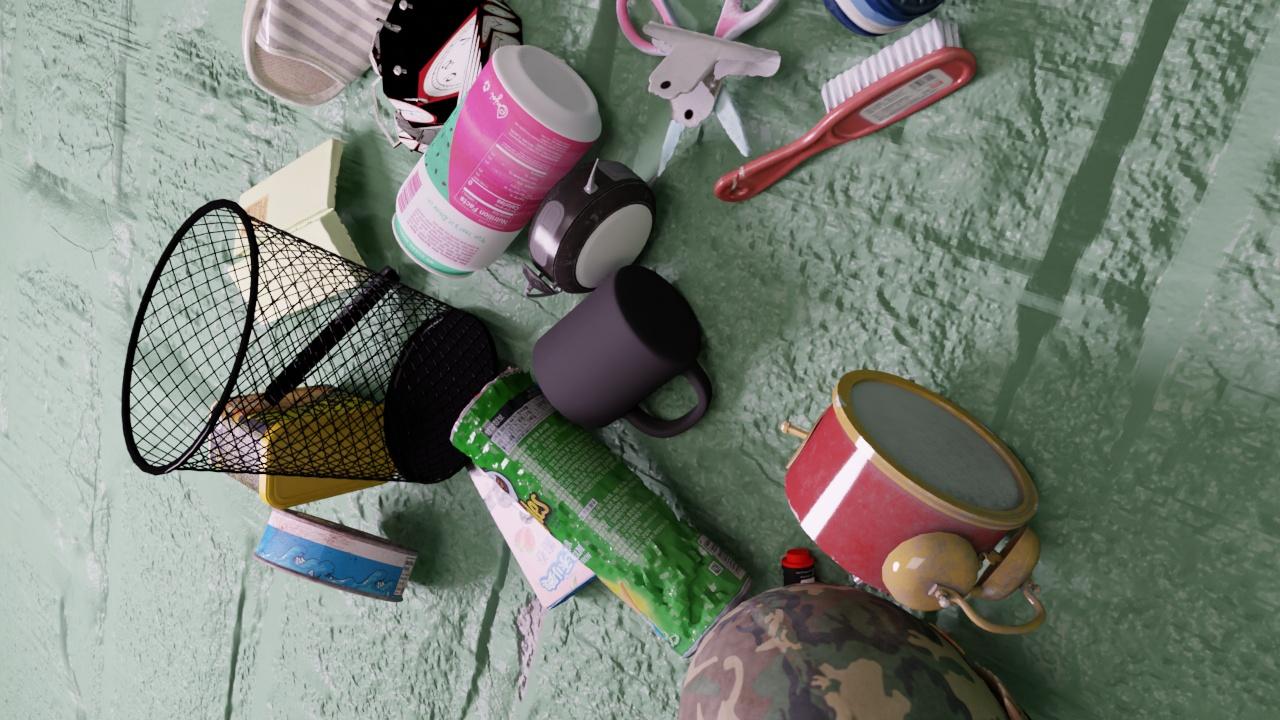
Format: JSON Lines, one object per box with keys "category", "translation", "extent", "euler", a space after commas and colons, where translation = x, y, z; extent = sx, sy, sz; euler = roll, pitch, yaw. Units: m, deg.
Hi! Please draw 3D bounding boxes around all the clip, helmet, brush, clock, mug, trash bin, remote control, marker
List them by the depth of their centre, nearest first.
{"category": "helmet", "translation": [0.120, 0.238, 0.473], "extent": [0.236, 0.192, 0.224], "euler": [64, 171, -20]}
{"category": "clock", "translation": [0.145, 0.083, 0.488], "extent": [0.158, 0.117, 0.081], "euler": [55, 129, 41]}
{"category": "brush", "translation": [0.111, -0.142, 0.538], "extent": [0.173, 0.041, 0.030], "euler": [-25, 65, 38]}
{"category": "clip", "translation": [0.033, -0.173, 0.562], "extent": [0.102, 0.041, 0.054], "euler": [28, 85, 35]}
{"category": "marker", "translation": [0.107, 0.195, 0.596], "extent": [0.023, 0.021, 0.145], "euler": [-3, 96, 11]}
{"category": "clock", "translation": [-0.031, -0.082, 0.612], "extent": [0.044, 0.091, 0.123], "euler": [43, 122, 23]}
{"category": "mug", "translation": [-0.004, 0.004, 0.622], "extent": [0.113, 0.078, 0.088], "euler": [46, 124, -10]}
{"category": "trash bin", "translation": [-0.230, 0.006, 0.673], "extent": [0.185, 0.210, 0.184], "euler": [-14, 68, 39]}
{"category": "clock", "translation": [-0.164, -0.224, 0.704], "extent": [0.155, 0.064, 0.114], "euler": [-26, 81, 35]}
{"category": "remote control", "translation": [-0.262, -0.022, 0.778], "extent": [0.150, 0.013, 0.034], "euler": [-46, 22, -4]}

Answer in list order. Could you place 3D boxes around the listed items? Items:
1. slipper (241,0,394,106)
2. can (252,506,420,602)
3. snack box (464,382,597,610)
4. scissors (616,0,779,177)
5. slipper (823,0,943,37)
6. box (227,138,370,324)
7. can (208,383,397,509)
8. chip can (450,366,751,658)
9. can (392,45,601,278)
{"category": "slipper", "translation": [-0.220, -0.308, 0.711], "extent": [0.273, 0.114, 0.054], "euler": [-48, 48, 27]}
{"category": "can", "translation": [-0.258, 0.165, 0.785], "extent": [0.130, 0.130, 0.044], "euler": [9, 74, 35]}
{"category": "snack box", "translation": [-0.076, 0.103, 0.707], "extent": [0.088, 0.033, 0.154], "euler": [-41, 73, 32]}
{"category": "scissors", "translation": [0.047, -0.205, 0.571], "extent": [0.168, 0.014, 0.170], "euler": [-36, 63, 28]}
{"category": "slipper", "translation": [0.087, -0.284, 0.501], "extent": [0.252, 0.104, 0.095], "euler": [62, 150, 6]}
{"category": "box", "translation": [-0.322, -0.113, 0.841], "extent": [0.188, 0.048, 0.140], "euler": [-10, 88, 42]}
{"category": "can", "translation": [-0.292, 0.069, 0.800], "extent": [0.101, 0.130, 0.072], "euler": [17, 106, 36]}
{"category": "chip can", "translation": [-0.026, 0.102, 0.625], "extent": [0.223, 0.075, 0.076], "euler": [41, 118, 12]}
{"category": "can", "translation": [-0.106, -0.139, 0.660], "extent": [0.166, 0.088, 0.088], "euler": [-44, 71, 32]}
